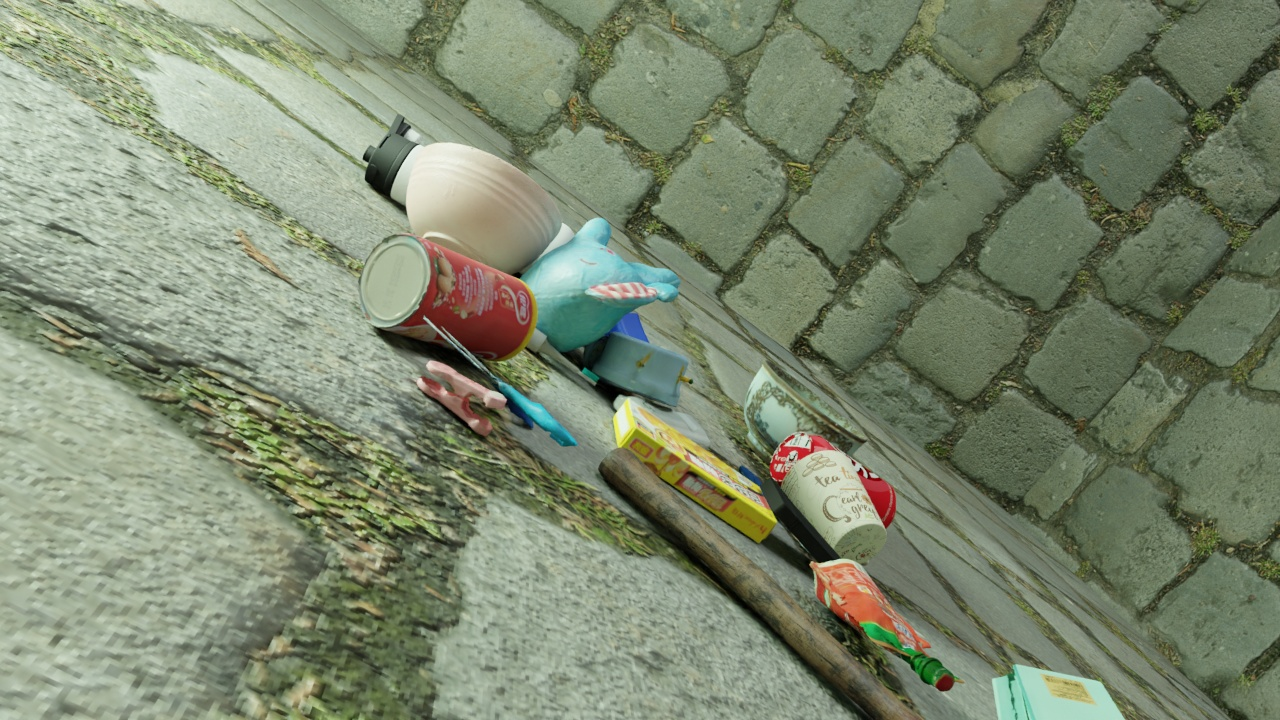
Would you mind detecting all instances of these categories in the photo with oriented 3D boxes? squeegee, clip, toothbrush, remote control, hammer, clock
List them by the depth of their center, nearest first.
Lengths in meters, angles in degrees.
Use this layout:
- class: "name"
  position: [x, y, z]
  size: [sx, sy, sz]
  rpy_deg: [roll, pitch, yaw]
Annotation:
- class: "clip"
  position: [-0.108, 0.019, 0.566]
  size: [0.060, 0.044, 0.023]
  rpy_deg: [53, 9, 6]
- class: "hammer"
  position: [0.095, 0.171, 0.600]
  size: [0.330, 0.033, 0.120]
  rpy_deg: [40, 11, 17]
- class: "remote control"
  position: [0.156, 0.163, 0.811]
  size: [0.133, 0.013, 0.058]
  rpy_deg: [49, 7, -14]
- class: "toothbrush"
  position: [-0.115, -0.034, 0.815]
  size: [0.188, 0.019, 0.018]
  rpy_deg: [36, 3, -9]
- class: "remote control"
  position: [0.025, 0.059, 0.877]
  size: [0.050, 0.022, 0.133]
  rpy_deg: [43, 12, 31]
- class: "clock"
  position: [-0.005, 0.005, 0.892]
  size: [0.088, 0.051, 0.124]
  rpy_deg: [19, 1, -29]
- class: "toothbrush"
  position: [0.133, 0.144, 0.901]
  size: [0.021, 0.016, 0.132]
  rpy_deg: [29, 10, -42]
- class: "squeegee"
  position: [-0.021, -0.026, 1.011]
  size: [0.248, 0.055, 0.185]
  rpy_deg: [0, 36, -46]

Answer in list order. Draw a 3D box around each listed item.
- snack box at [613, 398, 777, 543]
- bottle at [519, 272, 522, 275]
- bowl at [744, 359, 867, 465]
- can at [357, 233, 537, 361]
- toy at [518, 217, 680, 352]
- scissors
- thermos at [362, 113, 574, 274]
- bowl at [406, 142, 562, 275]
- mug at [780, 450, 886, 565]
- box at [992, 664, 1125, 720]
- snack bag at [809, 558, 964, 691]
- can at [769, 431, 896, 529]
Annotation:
- class: "snack box"
  position: [0.045, 0.093, 0.785]
  size: [0.152, 0.025, 0.075]
  rpy_deg: [35, 11, -14]
- class: "bottle"
  position: [-0.116, -0.110, 1.099]
  size: [0.110, 0.043, 0.042]
  rpy_deg: [28, 14, -45]
- class: "bowl"
  position: [0.185, 0.084, 1.122]
  size: [0.160, 0.094, 0.159]
  rpy_deg: [36, 10, -8]
- class: "can"
  position: [-0.133, -0.042, 0.650]
  size: [0.066, 0.067, 0.124]
  rpy_deg: [43, 11, 29]
- class: "toy"
  position: [-0.038, -0.077, 0.874]
  size: [0.184, 0.115, 0.180]
  rpy_deg: [1, 15, 44]
- class: "scissors"
  position: [-0.095, 0.015, 0.600]
  size: [0.130, 0.014, 0.117]
  rpy_deg: [40, -10, -7]
- class: "thermos"
  position: [-0.180, -0.174, 0.981]
  size: [0.230, 0.069, 0.101]
  rpy_deg: [29, 44, -6]
- class: "bowl"
  position: [-0.157, -0.126, 0.858]
  size: [0.153, 0.076, 0.153]
  rpy_deg: [20, -21, 8]
- class: "mug"
  position: [0.205, 0.167, 0.938]
  size: [0.122, 0.081, 0.097]
  rpy_deg: [64, -1, -39]
- class: "box"
  position: [0.302, 0.266, 0.637]
  size: [0.188, 0.092, 0.077]
  rpy_deg: [8, 65, -71]
- class: "snack bag"
  position: [0.182, 0.196, 0.674]
  size: [0.087, 0.044, 0.155]
  rpy_deg: [31, 2, -19]
- class: "can"
  position: [0.218, 0.142, 1.032]
  size: [0.142, 0.074, 0.074]
  rpy_deg: [34, 11, -22]
